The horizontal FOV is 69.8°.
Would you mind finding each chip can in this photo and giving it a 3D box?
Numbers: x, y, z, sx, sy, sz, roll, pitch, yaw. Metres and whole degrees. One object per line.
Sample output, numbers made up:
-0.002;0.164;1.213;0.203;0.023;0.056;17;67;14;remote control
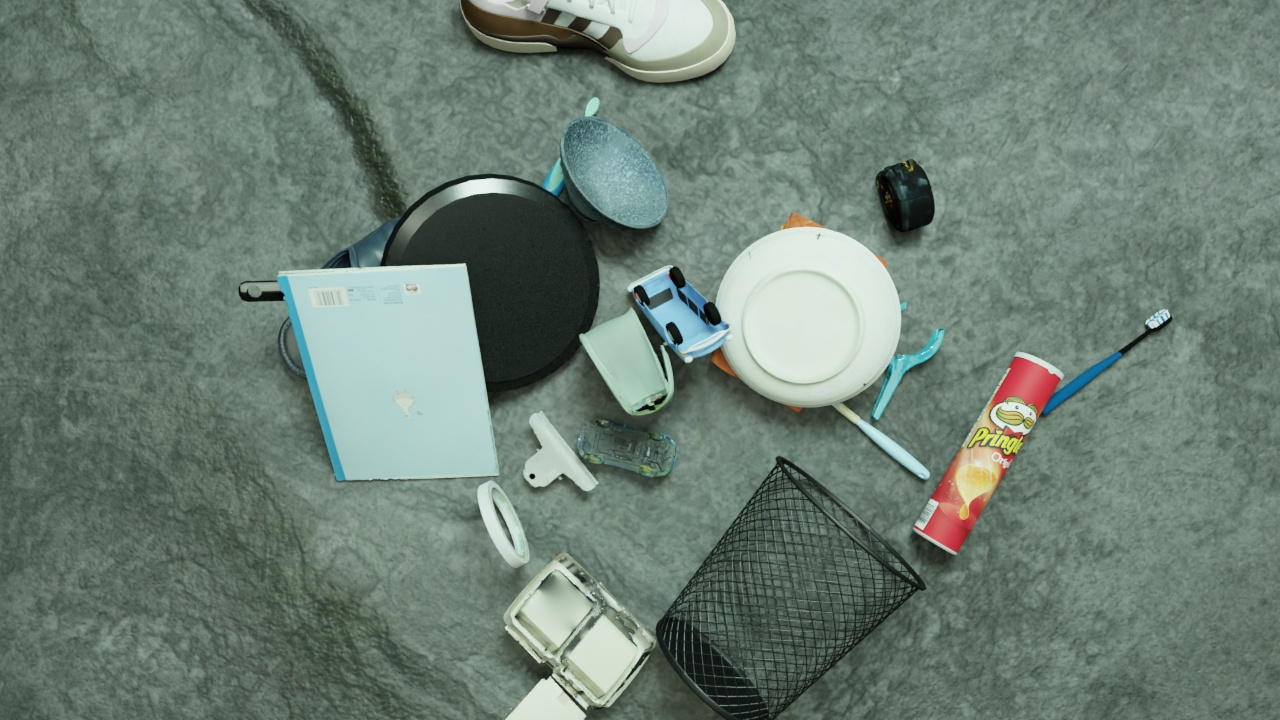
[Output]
0.358;0.097;0.949;0.052;0.052;0.214;30;91;2;chip can

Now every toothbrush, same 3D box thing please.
-0.078;-0.221;0.988;0.022;0.017;0.135;28;93;2;toothbrush
0.243;0.076;0.971;0.155;0.016;0.022;38;123;3;toothbrush
0.487;0.003;0.963;0.168;0.014;0.014;-37;99;2;toothbrush

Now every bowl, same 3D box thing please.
-0.041;-0.181;0.954;0.057;0.136;0.137;-37;88;41;bowl

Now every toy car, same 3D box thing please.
-0.014;0.092;0.973;0.105;0.032;0.048;12;90;8;toy car
0.040;-0.045;0.927;0.056;0.153;0.055;-28;127;-7;toy car

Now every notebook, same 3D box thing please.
-0.248;0.020;0.929;0.181;0.009;0.254;-2;122;1;notebook

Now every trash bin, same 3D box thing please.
0.136;0.233;0.901;0.184;0.184;0.210;40;97;2;trash bin

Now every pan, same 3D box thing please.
-0.214;-0.072;0.922;0.356;0.034;0.225;-3;106;-15;pan

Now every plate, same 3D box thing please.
0.159;-0.037;0.894;0.182;0.034;0.182;5;106;16;plate

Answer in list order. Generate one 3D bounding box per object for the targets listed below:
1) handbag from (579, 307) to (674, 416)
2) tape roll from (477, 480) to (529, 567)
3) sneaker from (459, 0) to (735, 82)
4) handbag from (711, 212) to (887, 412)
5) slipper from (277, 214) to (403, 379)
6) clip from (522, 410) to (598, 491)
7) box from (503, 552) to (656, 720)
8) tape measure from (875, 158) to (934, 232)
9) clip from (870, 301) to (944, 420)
-0.006;0.005;0.931;0.067;0.122;0.106;-30;86;0;handbag
-0.141;0.169;0.948;0.013;0.093;0.093;-25;89;2;tape roll
-0.045;-0.369;0.936;0.294;0.116;0.111;13;90;2;sneaker
0.159;-0.051;0.939;0.109;0.060;0.172;29;112;3;handbag
-0.276;-0.077;0.961;0.265;0.083;0.109;-38;86;0;slipper
-0.097;0.109;0.972;0.059;0.052;0.102;-39;87;-11;clip
-0.090;0.306;0.932;0.143;0.044;0.183;45;55;4;box
0.275;-0.170;0.946;0.042;0.071;0.072;-15;95;-2;tape measure
0.251;-0.013;0.967;0.130;0.030;0.120;-38;93;1;clip
